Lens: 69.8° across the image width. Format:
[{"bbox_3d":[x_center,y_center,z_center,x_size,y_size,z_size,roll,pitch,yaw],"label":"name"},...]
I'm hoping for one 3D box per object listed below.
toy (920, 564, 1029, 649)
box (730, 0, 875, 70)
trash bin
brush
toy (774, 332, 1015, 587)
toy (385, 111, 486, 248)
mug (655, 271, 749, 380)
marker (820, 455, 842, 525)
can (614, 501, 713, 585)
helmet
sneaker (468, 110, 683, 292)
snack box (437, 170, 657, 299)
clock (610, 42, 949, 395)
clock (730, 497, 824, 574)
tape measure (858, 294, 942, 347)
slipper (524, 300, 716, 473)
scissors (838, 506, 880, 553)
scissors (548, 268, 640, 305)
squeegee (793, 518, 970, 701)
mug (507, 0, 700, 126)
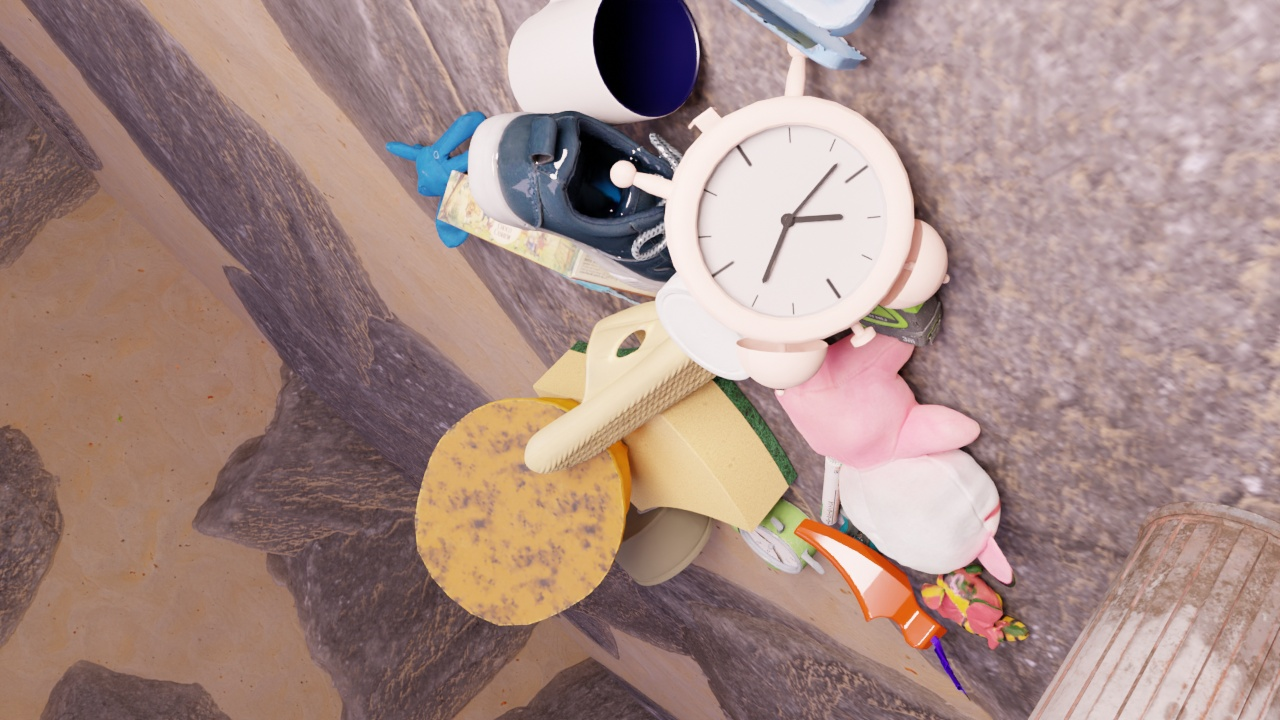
[{"bbox_3d":[0.285,0.211,0.788,0.103,0.046,0.084,45,150,-22],"label":"toy"},{"bbox_3d":[0.036,-0.225,0.455,0.210,0.073,0.078,39,-165,12],"label":"box"},{"bbox_3d":[0.302,0.199,0.520,0.131,0.210,0.131,36,156,18],"label":"trash bin"},{"bbox_3d":[0.017,0.070,0.937,0.195,0.075,0.251,51,156,-17],"label":"brush"},{"bbox_3d":[0.179,0.071,0.664,0.213,0.084,0.142,54,155,-17],"label":"toy"},{"bbox_3d":[-0.180,-0.171,0.858,0.113,0.070,0.177,59,155,-8],"label":"toy"},{"bbox_3d":[0.073,-0.051,0.600,0.082,0.105,0.082,36,157,18],"label":"mug"},{"bbox_3d":[0.173,0.110,0.826,0.017,0.017,0.146,31,155,26],"label":"marker"},{"bbox_3d":[0.016,0.196,1.092,0.073,0.127,0.128,49,157,-18],"label":"can"},{"bbox_3d":[-0.098,0.132,0.928,0.205,0.131,0.256,42,117,6],"label":"helmet"},{"bbox_3d":[-0.003,-0.101,0.584,0.087,0.089,0.235,3,174,38],"label":"sneaker"},{"bbox_3d":[-0.057,-0.096,0.716,0.147,0.041,0.143,27,-168,33],"label":"snack box"},{"bbox_3d":[0.081,-0.077,0.517,0.160,0.131,0.086,54,-174,-4],"label":"clock"},{"bbox_3d":[0.144,0.184,0.970,0.094,0.042,0.120,48,156,-9],"label":"clock"},{"bbox_3d":[0.153,-0.043,0.575,0.066,0.035,0.059,21,158,35],"label":"tape measure"},{"bbox_3d":[-0.004,0.004,0.741,0.262,0.111,0.079,-38,71,29],"label":"slipper"},{"bbox_3d":[0.210,0.166,0.863,0.149,0.019,0.131,52,154,-16],"label":"scissors"},{"bbox_3d":[-0.034,-0.066,0.799,0.139,0.015,0.119,19,177,17],"label":"scissors"},{"bbox_3d":[0.216,0.209,0.829,0.185,0.055,0.249,39,180,18],"label":"squeegee"},{"bbox_3d":[-0.026,-0.200,0.559,0.097,0.078,0.112,10,112,53],"label":"mug"}]
